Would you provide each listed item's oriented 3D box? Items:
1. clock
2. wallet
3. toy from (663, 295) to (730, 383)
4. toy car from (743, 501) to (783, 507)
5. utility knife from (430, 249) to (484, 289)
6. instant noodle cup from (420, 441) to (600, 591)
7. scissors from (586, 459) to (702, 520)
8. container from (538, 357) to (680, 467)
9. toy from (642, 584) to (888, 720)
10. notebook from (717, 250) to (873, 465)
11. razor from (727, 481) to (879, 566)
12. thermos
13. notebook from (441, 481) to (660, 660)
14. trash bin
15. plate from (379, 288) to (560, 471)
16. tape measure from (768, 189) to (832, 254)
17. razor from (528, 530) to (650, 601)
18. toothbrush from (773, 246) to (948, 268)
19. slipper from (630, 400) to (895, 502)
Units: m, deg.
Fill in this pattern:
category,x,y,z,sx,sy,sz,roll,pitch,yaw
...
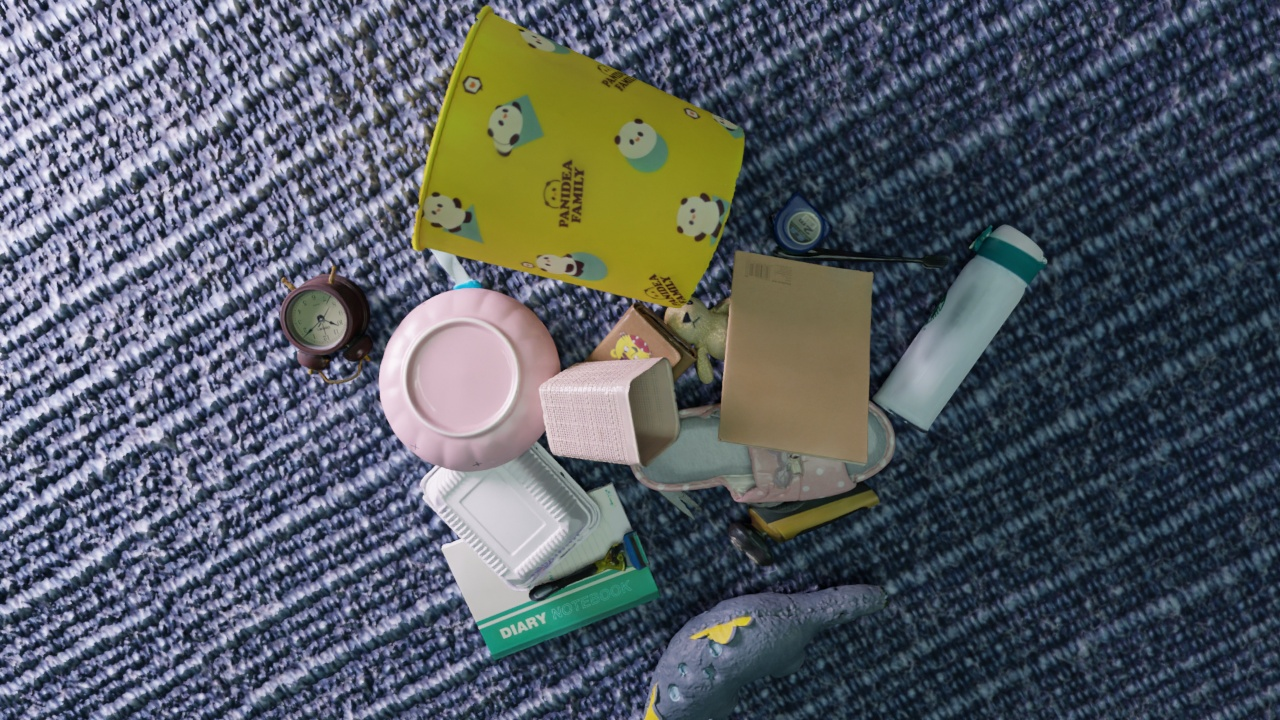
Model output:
category,x,y,z,sx,sy,sz,roll,pitch,yaw
clock,-0.328,-0.035,0.966,0.082,0.055,0.122,-12,102,3
wallet,-0.006,0.006,0.959,0.090,0.033,0.116,42,122,0
toy,0.096,-0.021,0.954,0.157,0.066,0.105,23,90,6
toy car,0.134,0.080,0.986,0.070,0.042,0.158,8,96,7
utility knife,-0.165,-0.049,0.980,0.034,0.018,0.202,-34,97,7
instant noodle cup,-0.143,0.158,0.989,0.138,0.060,0.173,-43,93,5
scissors,0.002,0.108,1.010,0.173,0.014,0.142,6,102,0
container,-0.033,0.050,0.918,0.111,0.089,0.090,0,109,29
toy,0.105,0.331,1.015,0.357,0.091,0.138,-38,110,10
notebook,0.159,-0.008,0.923,0.149,0.012,0.211,9,67,-5
razor,0.179,0.174,1.002,0.167,0.062,0.067,-19,69,-1
thermos,0.330,-0.035,0.952,0.073,0.073,0.224,32,99,-5
notebook,-0.100,0.240,1.039,0.209,0.012,0.150,-22,101,4
trash bin,-0.055,-0.174,0.859,0.255,0.229,0.230,17,101,-8
plate,-0.179,0.018,0.942,0.192,0.039,0.192,0,85,4
tape measure,0.163,-0.138,0.952,0.058,0.025,0.054,44,89,0
razor,-0.059,0.236,1.020,0.143,0.022,0.042,-25,77,7
toothbrush,0.230,-0.108,0.965,0.181,0.018,0.015,4,86,2
slipper,0.121,0.089,0.941,0.274,0.054,0.114,-4,96,9
